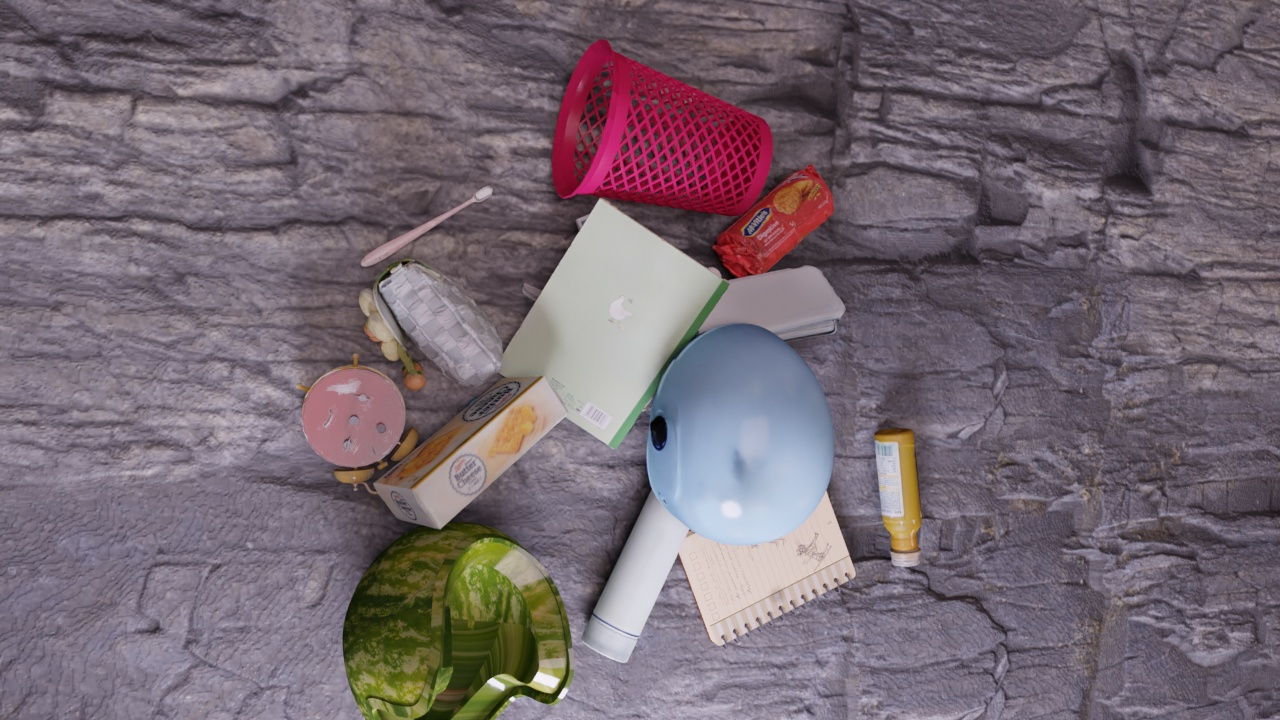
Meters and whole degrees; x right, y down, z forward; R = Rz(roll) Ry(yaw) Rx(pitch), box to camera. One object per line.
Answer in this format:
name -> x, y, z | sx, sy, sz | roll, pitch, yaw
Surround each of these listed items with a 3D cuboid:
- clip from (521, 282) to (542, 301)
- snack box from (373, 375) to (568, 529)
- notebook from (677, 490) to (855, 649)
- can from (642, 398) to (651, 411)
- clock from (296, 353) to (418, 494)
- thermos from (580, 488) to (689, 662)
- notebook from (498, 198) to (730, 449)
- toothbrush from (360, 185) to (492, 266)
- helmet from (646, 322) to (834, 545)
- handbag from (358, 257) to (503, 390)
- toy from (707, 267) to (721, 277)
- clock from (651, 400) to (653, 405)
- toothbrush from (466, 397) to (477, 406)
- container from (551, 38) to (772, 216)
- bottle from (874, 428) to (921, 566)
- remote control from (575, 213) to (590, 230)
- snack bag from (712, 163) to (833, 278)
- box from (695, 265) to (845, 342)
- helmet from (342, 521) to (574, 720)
clip -> -0.108, -0.053, 1.143 | 0.101, 0.038, 0.054 | 24, 60, -15
snack box -> -0.190, 0.099, 1.043 | 0.207, 0.104, 0.057 | -42, 112, -31
notebook -> 0.172, 0.268, 1.229 | 0.225, 0.024, 0.167 | -22, 96, -15
can -> -0.007, 0.007, 1.143 | 0.064, 0.064, 0.127 | 15, 99, -16
clock -> -0.319, 0.078, 1.048 | 0.117, 0.081, 0.159 | -30, 99, -14
thermos -> 0.003, 0.261, 1.156 | 0.068, 0.068, 0.230 | 28, 84, -15
notebook -> -0.038, -0.038, 1.092 | 0.182, 0.010, 0.253 | 34, 107, 0
toothbrush -> -0.255, -0.161, 1.098 | 0.181, 0.018, 0.016 | -33, 99, -13
helmet -> 0.130, 0.093, 1.066 | 0.225, 0.167, 0.266 | -7, 103, -22
handbag -> -0.242, -0.032, 1.058 | 0.123, 0.112, 0.171 | -41, 102, -3
toy -> 0.053, -0.068, 1.180 | 0.076, 0.037, 0.125 | 19, 94, -23
clock -> 0.069, 0.037, 1.176 | 0.118, 0.057, 0.083 | -37, 101, -13
toothbrush -> -0.238, 0.096, 1.107 | 0.021, 0.017, 0.135 | 42, 79, -11
container -> 0.032, -0.262, 1.110 | 0.225, 0.183, 0.183 | 10, 88, -24
bottle -> 0.359, 0.189, 1.268 | 0.053, 0.053, 0.186 | -7, 93, -17
remote control -> -0.034, -0.119, 1.160 | 0.049, 0.024, 0.143 | -25, 99, -15
snack bag -> 0.177, -0.175, 1.197 | 0.176, 0.082, 0.082 | -42, 102, -11
box -> 0.146, -0.036, 1.171 | 0.216, 0.110, 0.107 | -11, 52, -20
helmet -> -0.212, 0.298, 1.004 | 0.212, 0.248, 0.243 | 9, 52, -39
